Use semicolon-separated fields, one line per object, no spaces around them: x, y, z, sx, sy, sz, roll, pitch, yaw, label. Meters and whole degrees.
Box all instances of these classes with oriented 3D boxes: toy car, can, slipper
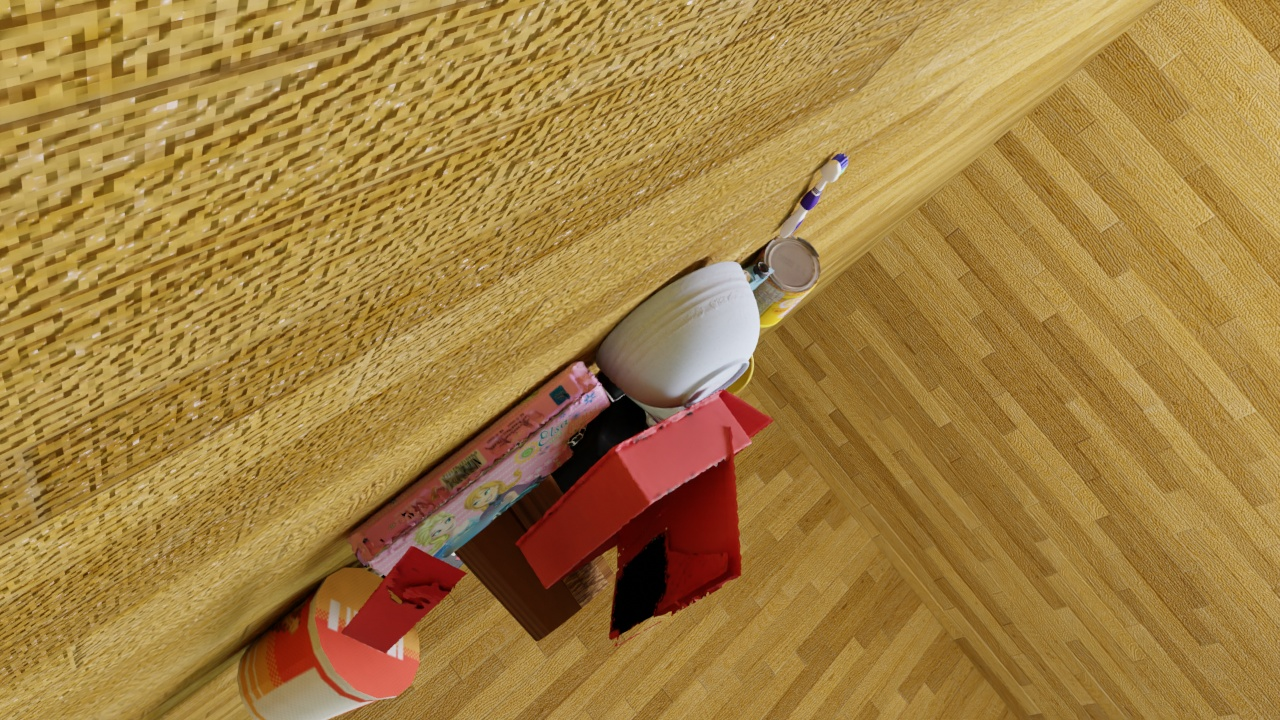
0.083;-0.071;0.896;0.107;0.027;0.060;-31;171;-40;toy car
-0.005;0.005;0.920;0.080;0.031;0.031;-38;175;-3;can
0.145;-0.084;0.991;0.067;0.067;0.105;-36;174;-23;can
-0.222;0.209;1.034;0.111;0.063;0.263;-39;177;6;slipper

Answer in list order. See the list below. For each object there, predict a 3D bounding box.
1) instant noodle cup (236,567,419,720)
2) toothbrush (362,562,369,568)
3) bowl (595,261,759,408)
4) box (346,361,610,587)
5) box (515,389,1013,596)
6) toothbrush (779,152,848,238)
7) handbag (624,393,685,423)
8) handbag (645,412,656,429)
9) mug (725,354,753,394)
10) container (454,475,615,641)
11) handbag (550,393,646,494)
-0.294;0.276;0.851;0.121;0.123;0.123;-33;177;18;instant noodle cup
-0.194;0.142;0.835;0.197;0.031;0.030;-37;-171;30;toothbrush
0.044;-0.008;0.778;0.150;0.074;0.151;-31;165;-10;bowl
-0.120;0.094;0.736;0.230;0.063;0.085;-38;175;-8;box
0.111;0.139;0.860;0.424;0.127;0.213;10;145;-28;box
0.152;-0.144;0.824;0.016;0.015;0.187;-43;176;-10;toothbrush
0.047;0.077;1.051;0.068;0.170;0.145;-36;-162;-16;handbag
0.016;0.049;1.204;0.176;0.074;0.150;-15;-163;26;handbag
0.081;-0.020;0.955;0.078;0.078;0.121;-41;-168;23;mug
-0.116;0.180;0.913;0.132;0.167;0.132;-38;175;-5;container
-0.075;0.101;1.106;0.154;0.114;0.124;-46;-165;34;handbag
